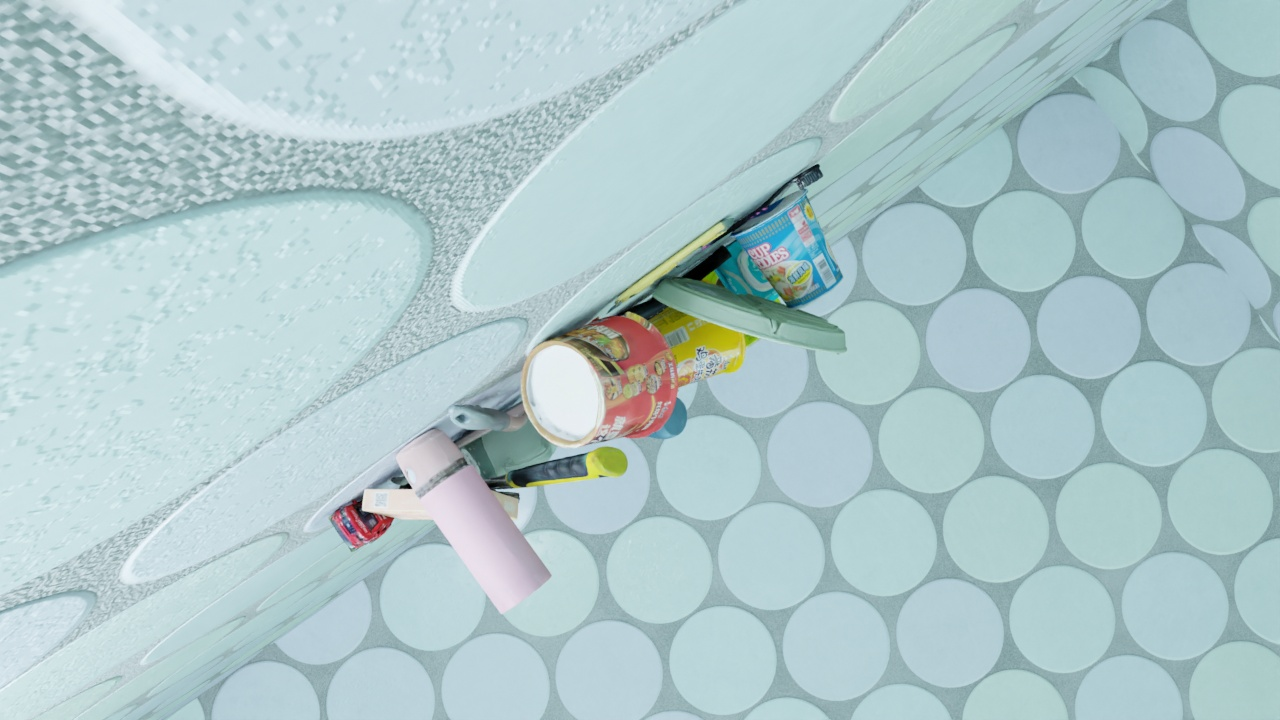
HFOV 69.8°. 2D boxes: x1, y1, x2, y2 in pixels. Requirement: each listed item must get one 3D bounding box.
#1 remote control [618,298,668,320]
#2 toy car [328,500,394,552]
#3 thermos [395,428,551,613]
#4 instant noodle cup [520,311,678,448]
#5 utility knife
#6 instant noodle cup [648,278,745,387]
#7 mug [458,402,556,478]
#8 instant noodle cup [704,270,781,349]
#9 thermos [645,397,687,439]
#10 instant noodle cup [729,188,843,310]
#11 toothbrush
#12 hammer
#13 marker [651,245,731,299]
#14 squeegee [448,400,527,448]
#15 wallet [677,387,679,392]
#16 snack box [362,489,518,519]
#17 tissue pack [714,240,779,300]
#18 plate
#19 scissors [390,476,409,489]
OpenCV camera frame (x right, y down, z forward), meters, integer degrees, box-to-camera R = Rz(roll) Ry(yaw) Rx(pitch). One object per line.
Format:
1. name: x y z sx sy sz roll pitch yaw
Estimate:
1. remote control: -0.020 -0.044 1.080 0.136 0.024 0.053 -31 -178 -17
2. toy car: -0.325 0.188 1.079 0.045 0.053 0.120 -37 179 1
3. thermos: -0.181 0.168 0.960 0.067 0.198 0.087 -35 175 -42
4. instant noodle cup: -0.046 0.026 0.932 0.138 0.138 0.108 -38 167 37
5. utility knife: 0.029 -0.099 0.946 0.166 0.018 0.031 -31 171 6
6. instant noodle cup: 0.056 -0.027 1.222 0.109 0.138 0.138 -25 172 -25
7. mug: -0.167 0.115 1.179 0.106 0.082 0.112 -30 -147 -30
8. instant noodle cup: 0.144 -0.084 1.287 0.111 0.123 0.112 -35 176 -3
9. thermos: -0.038 0.070 1.251 0.221 0.070 0.070 4 -156 38
10. instant noodle cup: 0.170 -0.120 1.022 0.099 0.110 0.099 -32 -170 6
11. toothbrush: 0.118 -0.154 1.001 0.189 0.018 0.014 -35 -177 10
12. hammer: -0.125 0.127 1.009 0.126 0.031 0.324 14 160 -38
13. marker: 0.057 -0.097 1.146 0.132 0.020 0.022 -37 160 11
14. squeegee: -0.155 0.061 1.012 0.248 0.040 0.249 -29 174 9
15. wallet: -0.007 0.007 1.138 0.024 0.115 0.088 -29 173 -45
16. snack box: -0.228 0.165 1.049 0.157 0.026 0.084 -2 163 18
17. tissue pack: 0.161 -0.124 1.185 0.133 0.093 0.050 -36 -179 -6
18. plate: 0.126 -0.055 1.041 0.230 0.230 0.027 -22 129 -75
19. scissors: -0.282 0.143 1.192 0.189 0.021 0.230 -39 174 -43
